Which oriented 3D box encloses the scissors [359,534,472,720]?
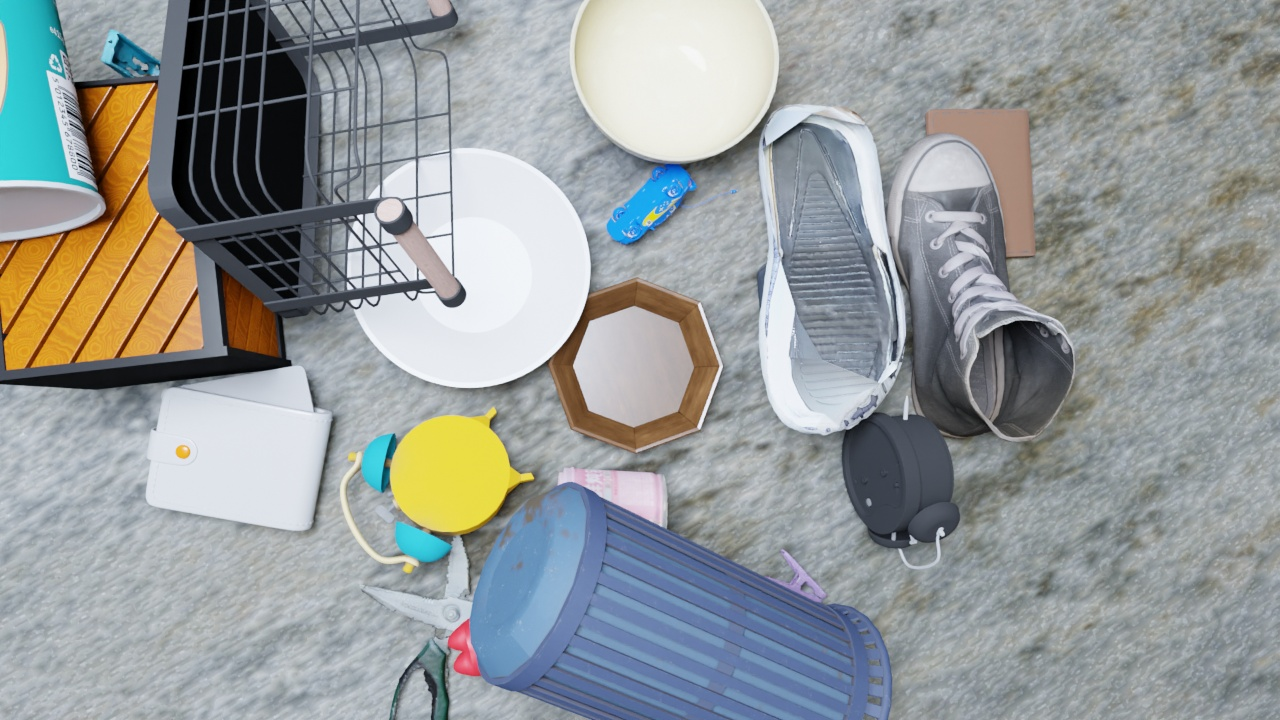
[{"bbox_3d":[-0.119,0.227,0.677,0.201,0.015,0.205,16,87,-5],"label":"scissors"}]

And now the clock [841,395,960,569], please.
[{"bbox_3d":[0.192,0.093,0.677,0.042,0.091,0.120,-7,74,-16],"label":"clock"}]

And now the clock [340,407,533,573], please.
[{"bbox_3d":[-0.149,0.090,0.664,0.129,0.044,0.099,-27,79,-15],"label":"clock"}]

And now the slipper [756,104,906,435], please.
[{"bbox_3d":[0.137,-0.069,0.696,0.111,0.063,0.263,-1,74,-4],"label":"slipper"}]

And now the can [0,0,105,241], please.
[{"bbox_3d":[-0.356,-0.146,0.489,0.099,0.099,0.144,-13,88,-6],"label":"can"}]

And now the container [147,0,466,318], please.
[{"bbox_3d":[-0.192,-0.155,0.581,0.130,0.163,0.241,-8,68,5],"label":"container"}]

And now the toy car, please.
[{"bbox_3d":[0.026,-0.115,0.708,0.092,0.033,0.062,-44,133,10],"label":"toy car"}]

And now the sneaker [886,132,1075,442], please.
[{"bbox_3d":[0.245,-0.056,0.669,0.095,0.120,0.234,-1,91,-5],"label":"sneaker"}]

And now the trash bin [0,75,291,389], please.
[{"bbox_3d":[-0.331,-0.076,0.609,0.139,0.140,0.171,-7,87,-6],"label":"trash bin"}]

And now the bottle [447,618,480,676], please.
[{"bbox_3d":[-0.065,0.189,0.657,0.141,0.042,0.042,-14,88,-9],"label":"bottle"}]

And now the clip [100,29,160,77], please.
[{"bbox_3d":[-0.333,-0.191,0.630,0.120,0.130,0.030,18,87,13],"label":"clip"}]

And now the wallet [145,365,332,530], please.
[{"bbox_3d":[-0.284,0.054,0.655,0.118,0.037,0.115,11,93,-5],"label":"wallet"}]

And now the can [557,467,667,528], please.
[{"bbox_3d":[-0.023,0.113,0.666,0.076,0.067,0.067,4,86,-6],"label":"can"}]

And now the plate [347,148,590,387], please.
[{"bbox_3d":[-0.126,-0.067,0.681,0.174,0.036,0.174,0,87,-6],"label":"plate"}]

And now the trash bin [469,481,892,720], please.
[{"bbox_3d":[0.023,0.182,0.594,0.249,0.139,0.139,30,84,-22],"label":"trash bin"}]

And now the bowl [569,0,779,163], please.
[{"bbox_3d":[0.021,-0.213,0.684,0.150,0.075,0.150,0,88,-6],"label":"bowl"}]

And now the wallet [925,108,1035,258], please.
[{"bbox_3d":[0.273,-0.142,0.735,0.087,0.013,0.121,-2,89,-6],"label":"wallet"}]

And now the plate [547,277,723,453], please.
[{"bbox_3d":[-0.004,0.004,0.694,0.131,0.025,0.131,0,87,-6],"label":"plate"}]

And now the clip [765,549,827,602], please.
[{"bbox_3d":[0.122,0.169,0.705,0.050,0.013,0.029,34,85,-5],"label":"clip"}]
